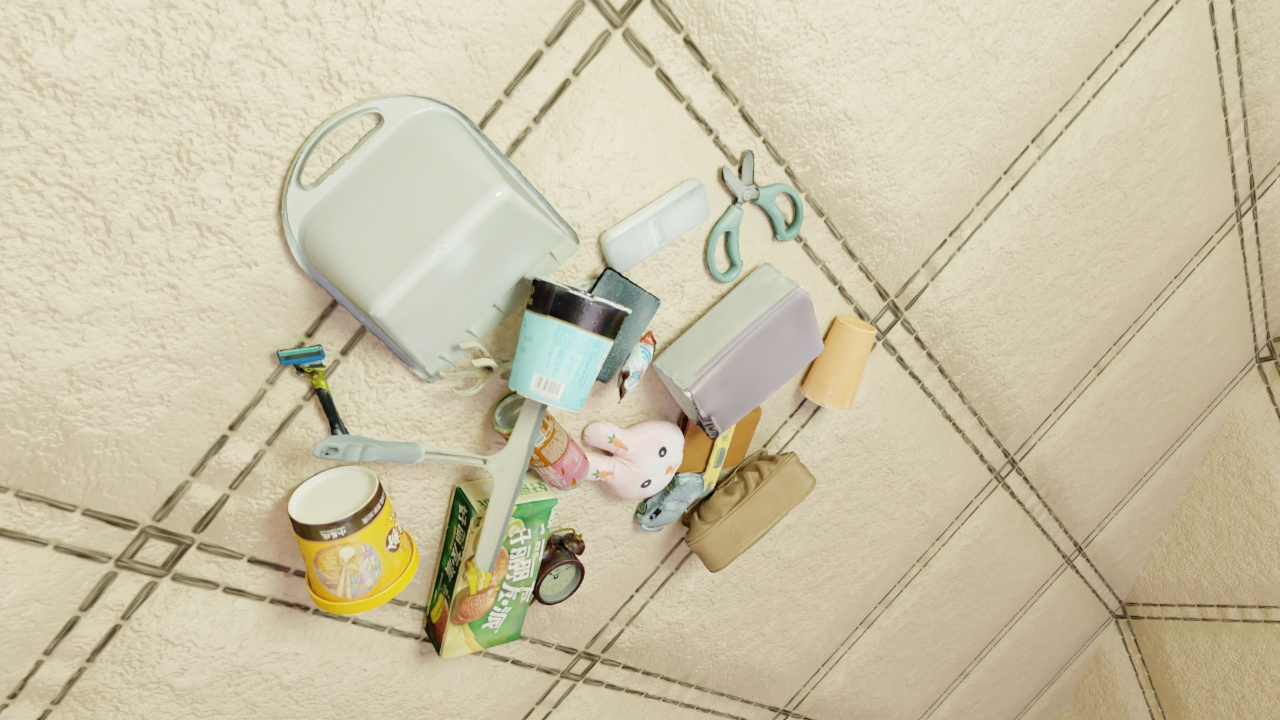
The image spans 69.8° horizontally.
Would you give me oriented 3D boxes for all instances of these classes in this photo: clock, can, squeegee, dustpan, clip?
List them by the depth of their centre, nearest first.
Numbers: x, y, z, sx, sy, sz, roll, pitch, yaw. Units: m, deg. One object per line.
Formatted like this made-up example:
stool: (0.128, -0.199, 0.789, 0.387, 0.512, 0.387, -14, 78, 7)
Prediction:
dustpan: (-0.205, -0.123, 0.873, 0.222, 0.142, 0.258, -43, 167, -2)
squeegee: (-0.224, 0.098, 0.941, 0.246, 0.039, 0.246, 12, 100, -43)
clip: (-0.158, 0.000, 0.968, 0.103, 0.035, 0.089, -17, 146, -40)
can: (-0.115, 0.095, 1.073, 0.058, 0.058, 0.147, -41, 137, -6)
clock: (-0.115, 0.266, 1.206, 0.081, 0.055, 0.122, -4, 122, -35)

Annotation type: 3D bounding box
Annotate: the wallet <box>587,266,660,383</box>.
wallet: (-0.039, -0.038, 1.030, 0.097, 0.019, 0.121, 28, 100, -46)

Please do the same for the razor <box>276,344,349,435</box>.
razor: (-0.311, 0.035, 0.902, 0.042, 0.022, 0.143, -7, 134, -1)

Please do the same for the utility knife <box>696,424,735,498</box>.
utility knife: (0.109, 0.115, 1.254, 0.030, 0.019, 0.175, -8, 118, -41)

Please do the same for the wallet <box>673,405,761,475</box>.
wallet: (0.101, 0.112, 1.273, 0.131, 0.031, 0.108, -3, 121, -35)

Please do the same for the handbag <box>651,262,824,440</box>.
handbag: (0.127, -0.008, 1.153, 0.197, 0.098, 0.145, -40, 136, -7)

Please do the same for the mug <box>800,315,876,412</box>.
mug: (0.286, 0.002, 1.305, 0.078, 0.078, 0.123, 3, 114, -39)

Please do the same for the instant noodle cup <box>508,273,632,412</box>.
instant noodle cup: (-0.079, -0.014, 0.938, 0.111, 0.111, 0.120, 18, 93, -44)

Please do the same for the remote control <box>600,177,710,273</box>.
remote control: (0.017, -0.149, 1.016, 0.135, 0.020, 0.056, -34, 137, -13)

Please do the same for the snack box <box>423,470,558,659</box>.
snack box: (-0.188, 0.254, 1.133, 0.114, 0.063, 0.240, -4, 123, -37)

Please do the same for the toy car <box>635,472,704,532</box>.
toy car: (0.042, 0.197, 1.268, 0.054, 0.036, 0.121, 12, 133, -36)

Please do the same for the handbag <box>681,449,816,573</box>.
handbag: (0.148, 0.206, 1.320, 0.204, 0.100, 0.148, -39, -179, -9)

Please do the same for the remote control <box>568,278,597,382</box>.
remote control: (-0.068, -0.027, 1.043, 0.056, 0.019, 0.135, -18, 131, -27)

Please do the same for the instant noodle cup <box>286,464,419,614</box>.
instant noodle cup: (-0.304, 0.181, 0.957, 0.118, 0.118, 0.114, -24, 124, -22)

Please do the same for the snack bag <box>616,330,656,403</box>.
snack bag: (-0.006, 0.006, 1.085, 0.105, 0.026, 0.045, -59, 170, -48)

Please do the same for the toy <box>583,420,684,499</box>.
toy: (-0.014, 0.126, 1.183, 0.159, 0.054, 0.121, 11, 114, -33)

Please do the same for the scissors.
scissors: (0.143, -0.178, 1.095, 0.176, 0.019, 0.175, -17, 129, -27)
